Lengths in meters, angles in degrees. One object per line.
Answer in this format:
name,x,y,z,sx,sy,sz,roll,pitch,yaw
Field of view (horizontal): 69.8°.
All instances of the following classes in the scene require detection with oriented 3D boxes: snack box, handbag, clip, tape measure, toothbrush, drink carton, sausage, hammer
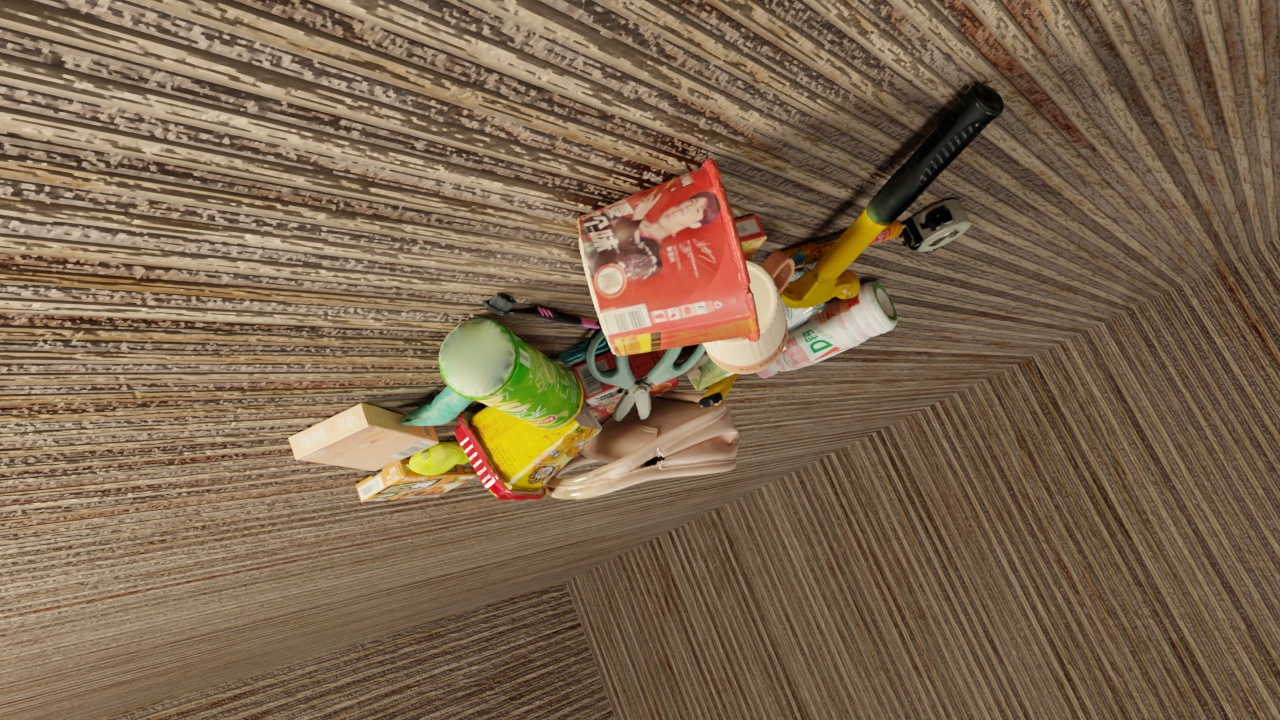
snack box,-0.283,0.152,1.174,0.075,0.026,0.153,-29,163,20
handbag,-0.015,0.113,1.130,0.233,0.093,0.194,-20,-167,-34
snack box,-0.004,0.014,1.065,0.127,0.044,0.113,-23,165,2
clip,-0.059,-0.011,0.964,0.057,0.014,0.047,-21,165,2
snack box,-0.279,0.082,0.945,0.084,0.026,0.157,-24,164,7
tape measure,0.324,-0.146,1.002,0.066,0.033,0.065,-33,163,35
toothbrush,-0.080,-0.043,0.830,0.018,0.014,0.189,-40,159,20
drink carton,0.114,-0.011,1.115,0.123,0.045,0.053,-28,-164,14
sausage,0.203,-0.119,0.946,0.165,0.021,0.021,-18,164,-14
snack box,0.052,-0.079,0.861,0.077,0.027,0.156,-16,163,-23
hammer,0.221,-0.136,0.848,0.128,0.033,0.302,-12,156,-31

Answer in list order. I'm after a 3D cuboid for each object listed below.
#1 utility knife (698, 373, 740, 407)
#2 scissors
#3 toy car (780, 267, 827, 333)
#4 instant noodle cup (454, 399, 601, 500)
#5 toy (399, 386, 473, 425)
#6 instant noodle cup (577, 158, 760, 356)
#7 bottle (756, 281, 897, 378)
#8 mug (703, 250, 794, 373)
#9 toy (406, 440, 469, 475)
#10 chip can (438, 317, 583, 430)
utility knife,0.117,0.018,1.163,0.033,0.015,0.215,-20,-170,27
scissors,-0.011,0.007,0.976,0.170,0.019,0.177,11,131,-33
toy car,0.156,-0.056,1.031,0.036,0.054,0.121,-8,159,-47
instant noodle cup,-0.121,0.081,1.025,0.124,0.116,0.116,-38,161,10
toy,-0.185,0.040,0.933,0.092,0.030,0.096,-32,168,38
instant noodle cup,0.019,-0.069,0.676,0.108,0.137,0.138,-15,165,4
bottle,0.235,-0.032,1.202,0.197,0.068,0.068,-29,163,32
mug,0.101,-0.051,0.844,0.114,0.081,0.106,-50,162,-3
toy,-0.233,0.116,1.114,0.100,0.031,0.097,-22,162,-16
chip can,-0.117,0.018,0.870,0.072,0.072,0.221,-24,164,6
